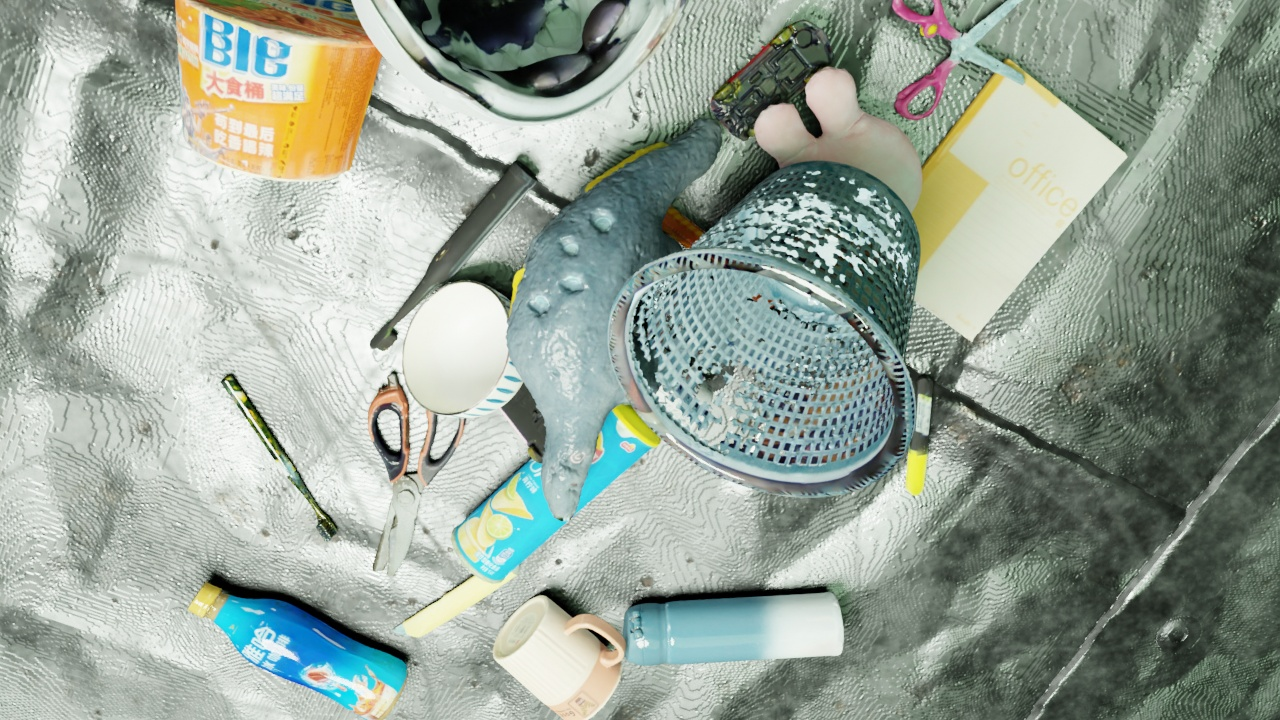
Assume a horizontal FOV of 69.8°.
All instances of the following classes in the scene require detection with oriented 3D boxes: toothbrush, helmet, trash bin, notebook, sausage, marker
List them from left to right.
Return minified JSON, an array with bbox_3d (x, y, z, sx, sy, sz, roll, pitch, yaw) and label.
[{"bbox_3d":[-0.336,0.094,0.856,0.012,0.017,0.186,-21,112,12],"label":"toothbrush"},{"bbox_3d":[-0.166,-0.084,0.792,0.213,0.026,0.027,-46,145,15],"label":"toothbrush"},{"bbox_3d":[-0.106,-0.287,0.640,0.228,0.146,0.258,-37,104,-18],"label":"helmet"},{"bbox_3d":[0.062,-0.095,0.804,0.165,0.021,0.021,35,105,-16],"label":"sausage"},{"bbox_3d":[0.116,-0.041,0.701,0.227,0.194,0.227,19,138,18],"label":"trash bin"},{"bbox_3d":[0.271,0.073,0.891,0.018,0.015,0.124,-2,109,-4],"label":"marker"},{"bbox_3d":[0.307,-0.135,0.809,0.146,0.010,0.206,32,106,-14],"label":"notebook"}]

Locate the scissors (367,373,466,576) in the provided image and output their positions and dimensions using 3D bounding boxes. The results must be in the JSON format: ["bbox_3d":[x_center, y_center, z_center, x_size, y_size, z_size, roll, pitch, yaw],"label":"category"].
[{"bbox_3d":[-0.233,0.111,0.872,0.207,0.015,0.193,-33,112,9],"label":"scissors"}]

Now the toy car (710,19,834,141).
[{"bbox_3d":[0.107,-0.229,0.746,0.106,0.031,0.049,-40,111,21],"label":"toy car"}]

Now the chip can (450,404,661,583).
[{"bbox_3d":[-0.080,0.117,0.853,0.210,0.071,0.071,-43,109,13],"label":"chip can"}]

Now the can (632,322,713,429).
[{"bbox_3d":[-0.005,0.005,0.820,0.146,0.058,0.058,39,104,-17],"label":"can"}]

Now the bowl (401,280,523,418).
[{"bbox_3d":[-0.140,-0.005,0.792,0.116,0.116,0.066,-44,152,13],"label":"bowl"}]

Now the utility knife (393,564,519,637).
[{"bbox_3d":[-0.185,0.241,0.927,0.163,0.018,0.031,-35,106,9],"label":"utility knife"}]

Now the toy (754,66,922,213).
[{"bbox_3d":[0.164,-0.163,0.761,0.121,0.054,0.159,-32,121,10],"label":"toy"}]

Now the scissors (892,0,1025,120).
[{"bbox_3d":[0.257,-0.253,0.753,0.133,0.017,0.136,26,109,-9],"label":"scissors"}]

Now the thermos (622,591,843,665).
[{"bbox_3d":[0.092,0.274,0.935,0.220,0.070,0.070,-3,112,-2],"label":"thermos"}]

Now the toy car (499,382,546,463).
[{"bbox_3d":[-0.091,0.043,0.816,0.056,0.037,0.122,-45,66,10],"label":"toy car"}]

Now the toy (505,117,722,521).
[{"bbox_3d":[-0.036,-0.043,0.736,0.137,0.091,0.356,17,92,-37],"label":"toy"}]

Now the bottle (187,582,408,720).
[{"bbox_3d":[-0.338,0.283,0.909,0.218,0.065,0.065,34,106,-15],"label":"bottle"}]

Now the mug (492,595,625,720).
[{"bbox_3d":[-0.073,0.291,0.915,0.115,0.081,0.106,-36,109,27],"label":"mug"}]

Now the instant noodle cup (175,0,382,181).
[{"bbox_3d":[-0.267,-0.206,0.676,0.151,0.151,0.112,14,119,-9],"label":"instant noodle cup"}]
